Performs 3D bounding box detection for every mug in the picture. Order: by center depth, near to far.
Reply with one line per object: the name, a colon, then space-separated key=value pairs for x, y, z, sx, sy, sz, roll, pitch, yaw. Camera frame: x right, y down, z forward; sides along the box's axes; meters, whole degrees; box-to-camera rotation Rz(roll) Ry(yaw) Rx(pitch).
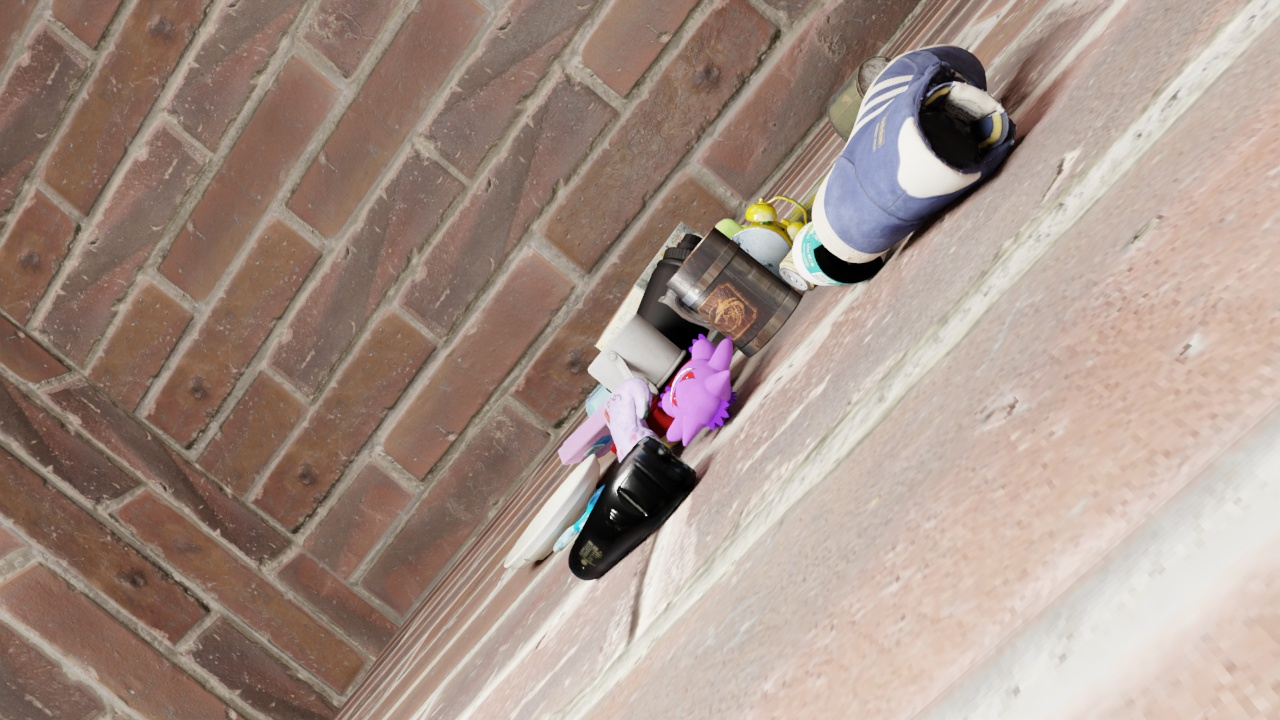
mug: x=0.081 y=-0.059 z=0.906 sx=0.079 sy=0.107 sz=0.116 roll=-53 pitch=4 yaw=-40
mug: x=-0.006 y=0.005 z=0.935 sx=0.084 sy=0.070 sz=0.113 roll=-50 pitch=1 yaw=13

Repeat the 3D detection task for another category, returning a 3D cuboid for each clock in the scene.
clock: x=0.141 y=-0.123 z=1.008 sx=0.057 sy=0.083 sz=0.119 roll=-44 pitch=-18 yaw=-57

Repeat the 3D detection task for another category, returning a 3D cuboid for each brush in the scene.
brush: x=0.031 y=0.053 z=0.912 sx=0.082 sy=0.042 sz=0.174 roll=-53 pitch=4 yaw=-33

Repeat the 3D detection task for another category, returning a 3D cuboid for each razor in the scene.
razor: x=-0.011 y=0.121 z=0.723 sx=0.067 sy=0.054 sz=0.152 roll=-38 pitch=-15 yaw=-53

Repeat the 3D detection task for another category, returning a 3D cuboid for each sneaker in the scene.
sneaker: x=0.211 y=-0.178 z=0.633 sx=0.232 sy=0.091 sz=0.119 roll=-50 pitch=2 yaw=-27

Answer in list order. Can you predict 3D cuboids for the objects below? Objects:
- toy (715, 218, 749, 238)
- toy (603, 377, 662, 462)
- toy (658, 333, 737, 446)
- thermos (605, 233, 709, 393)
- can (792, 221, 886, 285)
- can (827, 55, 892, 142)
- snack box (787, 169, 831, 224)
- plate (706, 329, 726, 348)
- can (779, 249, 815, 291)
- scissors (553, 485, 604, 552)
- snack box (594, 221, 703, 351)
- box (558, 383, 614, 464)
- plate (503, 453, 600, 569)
toy: x=0.108 y=-0.104 z=1.195 sx=0.150 sy=0.107 sz=0.196 roll=-63 pitch=-6 yaw=2
toy: x=-0.003 y=0.067 z=0.845 sx=0.036 sy=0.099 sz=0.080 roll=-7 pitch=-26 yaw=-34
toy: x=0.053 y=0.029 z=0.770 sx=0.106 sy=0.056 sz=0.088 roll=-60 pitch=5 yaw=13
thermos: x=0.037 y=-0.044 z=1.050 sx=0.086 sy=0.086 sz=0.198 roll=145 pitch=147 yaw=-78
can: x=0.151 y=-0.085 z=0.707 sx=0.055 sy=0.055 sz=0.101 roll=-50 pitch=3 yaw=3
can: x=0.293 y=-0.325 z=1.162 sx=0.089 sy=0.090 sz=0.075 roll=-52 pitch=3 yaw=-27
snack box: x=0.238 y=-0.214 z=1.059 sx=0.121 sy=0.045 sz=0.181 roll=-52 pitch=4 yaw=-34
plate: x=0.071 y=0.005 z=1.180 sx=0.178 sy=0.012 sz=0.178 roll=-50 pitch=3 yaw=4
can: x=0.167 y=-0.106 z=0.862 sx=0.079 sy=0.038 sz=0.038 roll=-51 pitch=3 yaw=-11
scissors: x=-0.057 y=0.172 z=1.050 sx=0.117 sy=0.013 sz=0.140 roll=-51 pitch=0 yaw=-32
snack box: x=0.013 y=-0.089 z=1.201 sx=0.146 sy=0.041 sz=0.143 roll=-55 pitch=0 yaw=-39
box: x=-0.039 y=0.048 z=1.190 sx=0.090 sy=0.091 sz=0.215 roll=-8 pitch=-25 yaw=-36
plate: x=-0.105 y=0.200 z=1.179 sx=0.182 sy=0.034 sz=0.182 roll=-50 pitch=3 yaw=3
